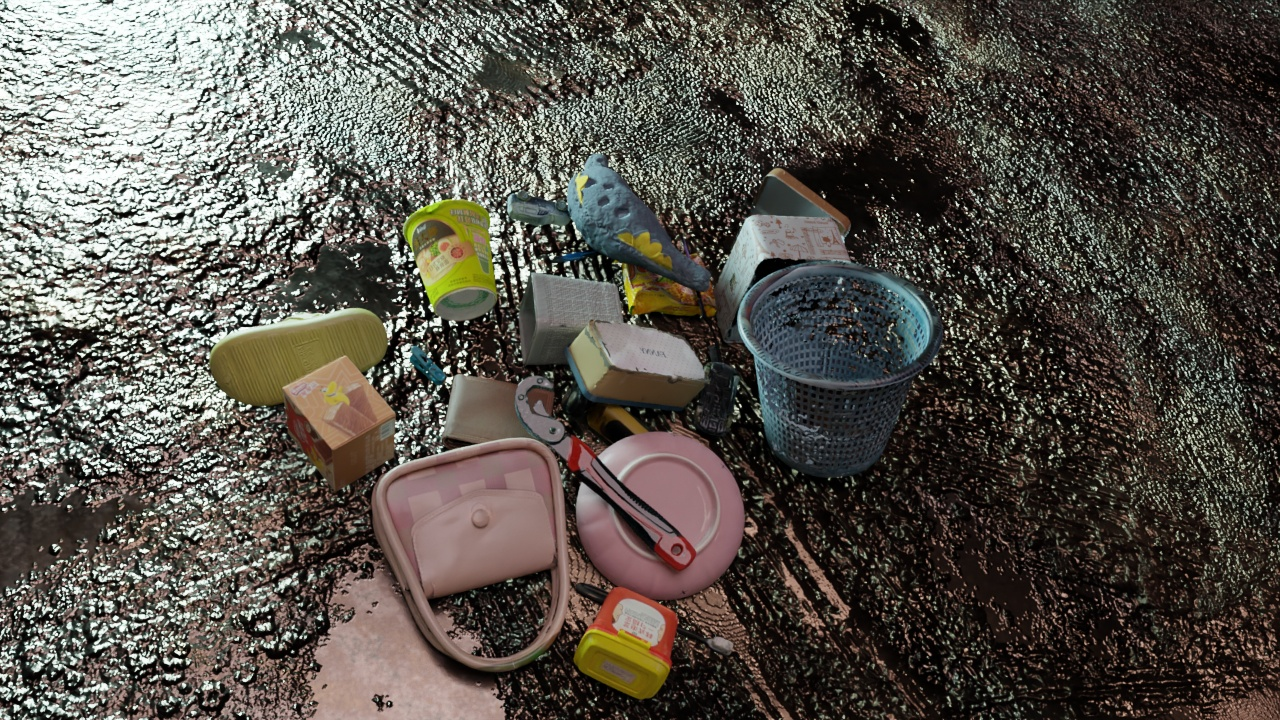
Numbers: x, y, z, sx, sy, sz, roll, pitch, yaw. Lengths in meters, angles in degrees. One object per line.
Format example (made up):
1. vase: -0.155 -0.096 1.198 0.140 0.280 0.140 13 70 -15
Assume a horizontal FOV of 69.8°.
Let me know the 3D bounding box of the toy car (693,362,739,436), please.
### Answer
1. toy car: 0.095 0.049 1.161 0.049 0.031 0.105 19 53 -6

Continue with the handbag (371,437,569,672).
1. handbag: -0.162 0.205 0.948 0.193 0.094 0.234 -11 65 -22

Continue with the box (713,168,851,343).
1. box: 0.183 -0.146 1.236 0.152 0.183 0.177 -1 55 -18

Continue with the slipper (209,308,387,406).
1. slipper: -0.385 -0.010 1.046 0.190 0.092 0.081 -16 20 -15

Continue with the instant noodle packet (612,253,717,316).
1. instant noodle packet: 0.033 -0.106 1.252 0.128 0.044 0.110 -1 51 -16

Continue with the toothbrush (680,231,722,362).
1. toothbrush: 0.078 -0.081 1.218 0.017 0.014 0.189 -16 86 3

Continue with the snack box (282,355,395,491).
1. snack box: -0.323 0.068 0.986 0.076 0.093 0.094 -33 69 -33

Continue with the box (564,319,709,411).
1. box: -0.006 0.006 1.101 0.184 0.061 0.089 9 43 -40

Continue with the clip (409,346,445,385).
1. clip: -0.255 0.008 1.098 0.056 0.040 0.014 44 55 8

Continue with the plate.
1. plate: 0.026 0.166 1.020 0.192 0.039 0.192 3 68 -8

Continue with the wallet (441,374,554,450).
1. wallet: -0.165 0.068 1.074 0.124 0.032 0.101 12 49 -8

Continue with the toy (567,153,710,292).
1. toy: -0.030 -0.200 1.245 0.137 0.092 0.356 5 34 -32

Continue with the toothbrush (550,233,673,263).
1. toothbrush: -0.038 -0.156 1.290 0.189 0.016 0.014 -14 69 -22

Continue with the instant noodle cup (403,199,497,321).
1. instant noodle cup: -0.230 -0.120 1.151 0.111 0.112 0.123 -8 64 -21

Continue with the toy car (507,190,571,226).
1. toy car: -0.141 -0.208 1.278 0.090 0.043 0.034 12 66 -8

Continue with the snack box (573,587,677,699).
1. snack box: -0.010 0.282 0.929 0.091 0.082 0.079 25 42 2

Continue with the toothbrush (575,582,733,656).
1. toothbrush: 0.015 0.275 0.981 0.181 0.018 0.015 22 54 2

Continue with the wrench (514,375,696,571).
1. wrench: -0.044 0.122 0.996 0.056 0.016 0.273 -39 76 -19

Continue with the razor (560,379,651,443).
1. razor: -0.022 0.083 1.090 0.167 0.062 0.067 39 21 7

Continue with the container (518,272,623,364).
1. container: -0.086 -0.048 1.146 0.114 0.090 0.090 3 54 -18

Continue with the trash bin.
1. trash bin: 0.226 0.024 1.093 0.226 0.195 0.226 -2 41 1
